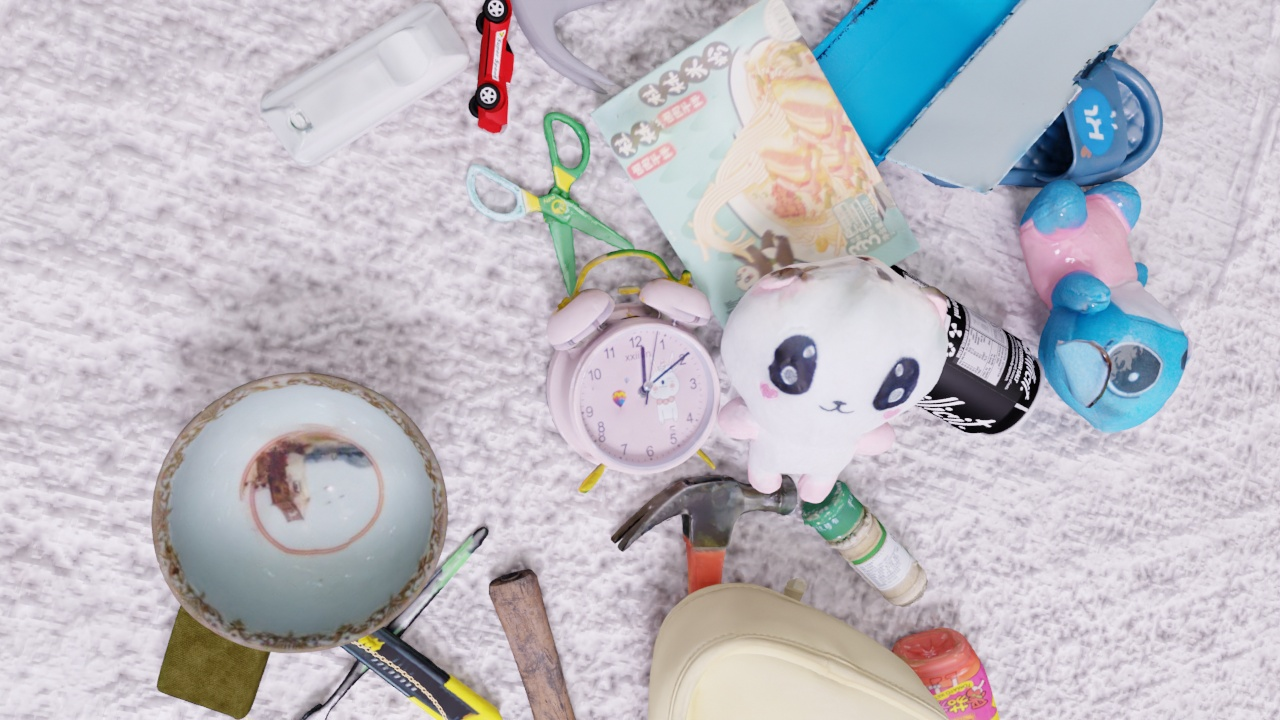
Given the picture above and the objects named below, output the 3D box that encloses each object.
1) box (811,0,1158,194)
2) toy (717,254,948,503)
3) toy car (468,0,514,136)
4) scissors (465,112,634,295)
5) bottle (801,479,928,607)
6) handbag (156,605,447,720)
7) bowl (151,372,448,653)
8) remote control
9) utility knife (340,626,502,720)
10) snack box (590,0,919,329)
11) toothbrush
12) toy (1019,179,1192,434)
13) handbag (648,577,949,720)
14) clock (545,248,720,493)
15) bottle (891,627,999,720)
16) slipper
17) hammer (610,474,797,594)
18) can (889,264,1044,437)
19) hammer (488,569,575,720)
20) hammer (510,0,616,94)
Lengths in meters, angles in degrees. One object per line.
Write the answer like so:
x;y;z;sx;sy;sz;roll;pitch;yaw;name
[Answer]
0.242;-0.229;0.651;0.175;0.060;0.243;39;81;24;box
0.115;0.015;0.591;0.139;0.101;0.180;9;116;-4;toy
-0.095;-0.194;0.597;0.025;0.038;0.089;5;93;-18;toy car
-0.064;-0.104;0.625;0.123;0.011;0.127;-9;95;-13;scissors
0.170;0.139;0.688;0.110;0.043;0.042;45;82;-14;bottle
-0.206;0.203;0.579;0.178;0.027;0.084;21;103;-4;handbag
-0.201;0.084;0.558;0.159;0.094;0.160;-1;94;-15;bowl
-0.174;-0.177;0.585;0.133;0.022;0.050;-36;101;-10;remote control
-0.159;0.202;0.606;0.174;0.020;0.028;44;78;-19;utility knife
0.078;-0.123;0.623;0.142;0.044;0.193;-30;102;12;snack box
-0.169;0.184;0.619;0.014;0.017;0.188;45;79;-17;toothbrush
0.336;-0.041;0.678;0.223;0.099;0.191;-3;81;-46;toy
0.111;0.258;0.637;0.232;0.088;0.191;14;103;-14;handbag
-0.004;0.004;0.619;0.116;0.059;0.158;-8;101;-14;clock
0.240;0.279;0.711;0.071;0.048;0.134;-18;100;4;bottle
0.305;-0.182;0.694;0.213;0.059;0.104;-8;94;-12;slipper
0.044;0.250;0.670;0.133;0.033;0.333;0;95;-17;hammer
0.214;-0.006;0.670;0.146;0.080;0.080;27;86;-15;can
-0.036;0.303;0.643;0.120;0.033;0.330;-16;95;0;hammer
0.060;-0.275;0.638;0.310;0.029;0.125;-18;98;-14;hammer
